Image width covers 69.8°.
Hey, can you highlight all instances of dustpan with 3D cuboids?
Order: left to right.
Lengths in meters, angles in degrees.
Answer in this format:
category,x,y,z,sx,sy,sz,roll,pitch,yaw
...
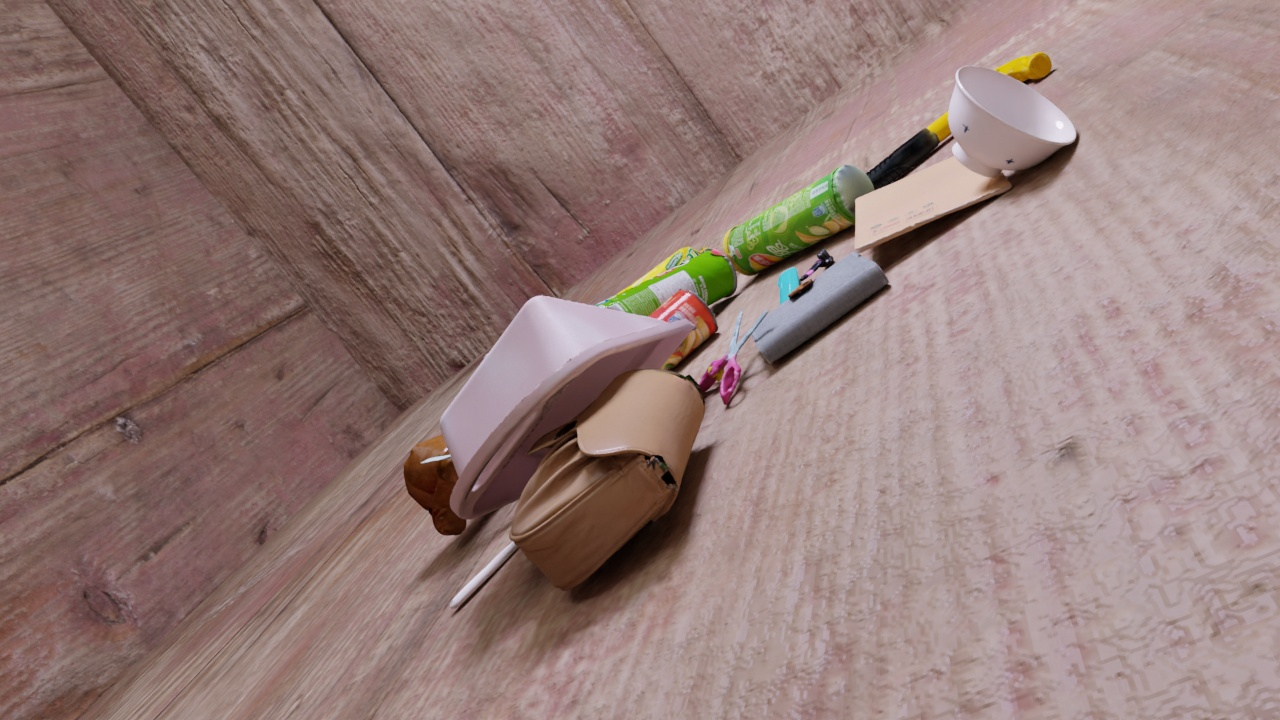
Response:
category,x,y,z,sx,sy,sz,roll,pitch,yaw
dustpan,-0.062,0.061,0.833,0.223,0.273,0.138,-53,48,21

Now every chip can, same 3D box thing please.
category,x,y,z,sx,sy,sz,roll,pitch,yaw
chip can,-0.006,0.006,1.086,0.216,0.073,0.073,-40,10,-15
chip can,0.019,-0.072,1.177,0.235,0.072,0.072,-28,4,-32
chip can,0.197,-0.173,1.154,0.072,0.072,0.222,-45,12,-33

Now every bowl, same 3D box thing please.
category,x,y,z,sx,sy,sz,roll,pitch,yaw
bowl,0.321,-0.206,0.829,0.118,0.118,0.065,-50,-9,-48

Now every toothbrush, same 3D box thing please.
category,x,y,z,sx,sy,sz,roll,pitch,yaw
toothbrush,-0.123,0.175,0.900,0.179,0.016,0.016,-45,10,-30
toothbrush,0.180,-0.099,0.949,0.014,0.018,0.188,-38,-2,22

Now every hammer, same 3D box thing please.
category,x,y,z,sx,sy,sz,roll,pitch,yaw
hammer,0.365,-0.281,1.154,0.301,0.033,0.128,-38,10,3

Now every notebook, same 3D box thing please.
category,x,y,z,sx,sy,sz,roll,pitch,yaw
notebook,0.288,-0.168,0.931,0.148,0.008,0.207,-22,16,21

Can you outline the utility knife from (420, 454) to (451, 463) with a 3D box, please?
category,x,y,z,sx,sy,sz,roll,pitch,yaw
utility knife,-0.132,0.095,1.004,0.218,0.018,0.034,-9,11,2

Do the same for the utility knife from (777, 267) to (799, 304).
category,x,y,z,sx,sy,sz,roll,pitch,yaw
utility knife,0.162,-0.071,1.000,0.029,0.013,0.175,-37,13,20

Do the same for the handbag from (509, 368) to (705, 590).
category,x,y,z,sx,sy,sz,roll,pitch,yaw
handbag,-0.026,0.082,0.731,0.148,0.100,0.204,-40,8,22

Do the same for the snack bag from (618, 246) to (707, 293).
category,x,y,z,sx,sy,sz,roll,pitch,yaw
snack bag,0.010,-0.097,1.486,0.158,0.068,0.245,-27,14,46

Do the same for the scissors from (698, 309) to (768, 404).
category,x,y,z,sx,sy,sz,roll,pitch,yaw
scissors,0.085,-0.002,0.877,0.134,0.017,0.133,-53,13,40

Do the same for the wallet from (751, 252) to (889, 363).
category,x,y,z,sx,sy,sz,roll,pitch,yaw
wallet,0.162,-0.055,0.865,0.130,0.037,0.106,-36,11,9

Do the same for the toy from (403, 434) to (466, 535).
category,x,y,z,sx,sy,sz,roll,pitch,yaw
toy,-0.187,0.114,1.112,0.199,0.130,0.140,-44,-24,-57
